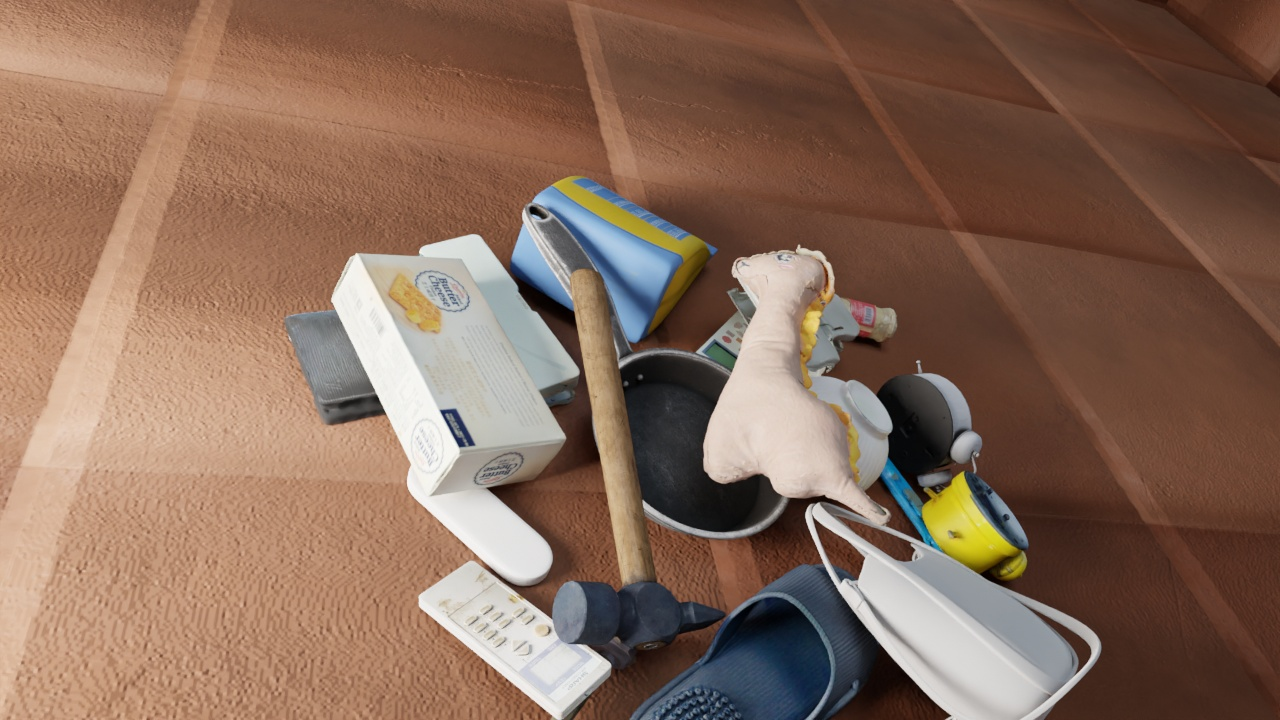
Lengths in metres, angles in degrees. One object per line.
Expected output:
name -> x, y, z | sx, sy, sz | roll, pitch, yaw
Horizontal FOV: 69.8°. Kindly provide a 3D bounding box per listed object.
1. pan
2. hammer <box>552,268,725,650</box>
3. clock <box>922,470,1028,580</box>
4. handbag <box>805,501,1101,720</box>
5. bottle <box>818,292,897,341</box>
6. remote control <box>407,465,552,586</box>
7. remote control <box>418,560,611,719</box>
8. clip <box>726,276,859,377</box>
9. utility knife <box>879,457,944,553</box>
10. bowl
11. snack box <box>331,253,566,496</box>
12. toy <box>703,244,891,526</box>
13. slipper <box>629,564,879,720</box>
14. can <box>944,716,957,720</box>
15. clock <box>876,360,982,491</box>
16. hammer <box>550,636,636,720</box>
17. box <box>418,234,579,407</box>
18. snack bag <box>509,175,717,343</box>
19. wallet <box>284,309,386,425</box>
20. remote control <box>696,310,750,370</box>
pan -> -0.005, 0.005, 0.801 | 0.186, 0.055, 0.357 | -24, 68, -40
hammer -> -0.019, 0.060, 0.704 | 0.129, 0.040, 0.321 | 14, 50, -35
clock -> 0.302, 0.149, 0.811 | 0.118, 0.057, 0.083 | 31, 27, -32
handbag -> 0.213, 0.174, 0.688 | 0.222, 0.096, 0.215 | 40, 14, 27
bottle -> 0.228, -0.049, 1.017 | 0.109, 0.044, 0.044 | 13, 41, -12
remote control -> -0.122, 0.119, 0.694 | 0.136, 0.013, 0.043 | 37, 42, 17
remote control -> -0.086, 0.183, 0.615 | 0.136, 0.011, 0.050 | 28, 38, 29
clip -> 0.150, -0.029, 0.927 | 0.152, 0.097, 0.126 | 7, 50, -55
utility knife -> 0.244, 0.122, 0.857 | 0.031, 0.015, 0.178 | 3, 41, -38
bowl -> 0.185, 0.058, 0.831 | 0.118, 0.062, 0.117 | 33, 32, -24
snack box -> -0.156, 0.005, 0.736 | 0.104, 0.058, 0.207 | -3, 50, -46
toy -> 0.143, 0.009, 0.790 | 0.196, 0.065, 0.263 | 19, 54, 12
slipper -> 0.096, 0.213, 0.639 | 0.262, 0.083, 0.101 | -25, 62, -41
can -> 0.244, 0.295, 0.653 | 0.031, 0.032, 0.080 | 1, 44, -23
clock -> 0.273, 0.067, 0.871 | 0.035, 0.095, 0.122 | -6, 54, -34
hammer -> -0.086, 0.271, 0.533 | 0.147, 0.028, 0.315 | 32, 42, 13
box -> -0.134, -0.035, 0.834 | 0.082, 0.066, 0.199 | -2, 45, -51
snack bag -> -0.016, -0.121, 0.949 | 0.159, 0.102, 0.204 | 30, 30, 8
wallet -> -0.238, -0.002, 0.766 | 0.089, 0.026, 0.115 | -12, 51, -32
remote control -> 0.104, -0.018, 0.939 | 0.049, 0.024, 0.143 | 37, 41, 10
